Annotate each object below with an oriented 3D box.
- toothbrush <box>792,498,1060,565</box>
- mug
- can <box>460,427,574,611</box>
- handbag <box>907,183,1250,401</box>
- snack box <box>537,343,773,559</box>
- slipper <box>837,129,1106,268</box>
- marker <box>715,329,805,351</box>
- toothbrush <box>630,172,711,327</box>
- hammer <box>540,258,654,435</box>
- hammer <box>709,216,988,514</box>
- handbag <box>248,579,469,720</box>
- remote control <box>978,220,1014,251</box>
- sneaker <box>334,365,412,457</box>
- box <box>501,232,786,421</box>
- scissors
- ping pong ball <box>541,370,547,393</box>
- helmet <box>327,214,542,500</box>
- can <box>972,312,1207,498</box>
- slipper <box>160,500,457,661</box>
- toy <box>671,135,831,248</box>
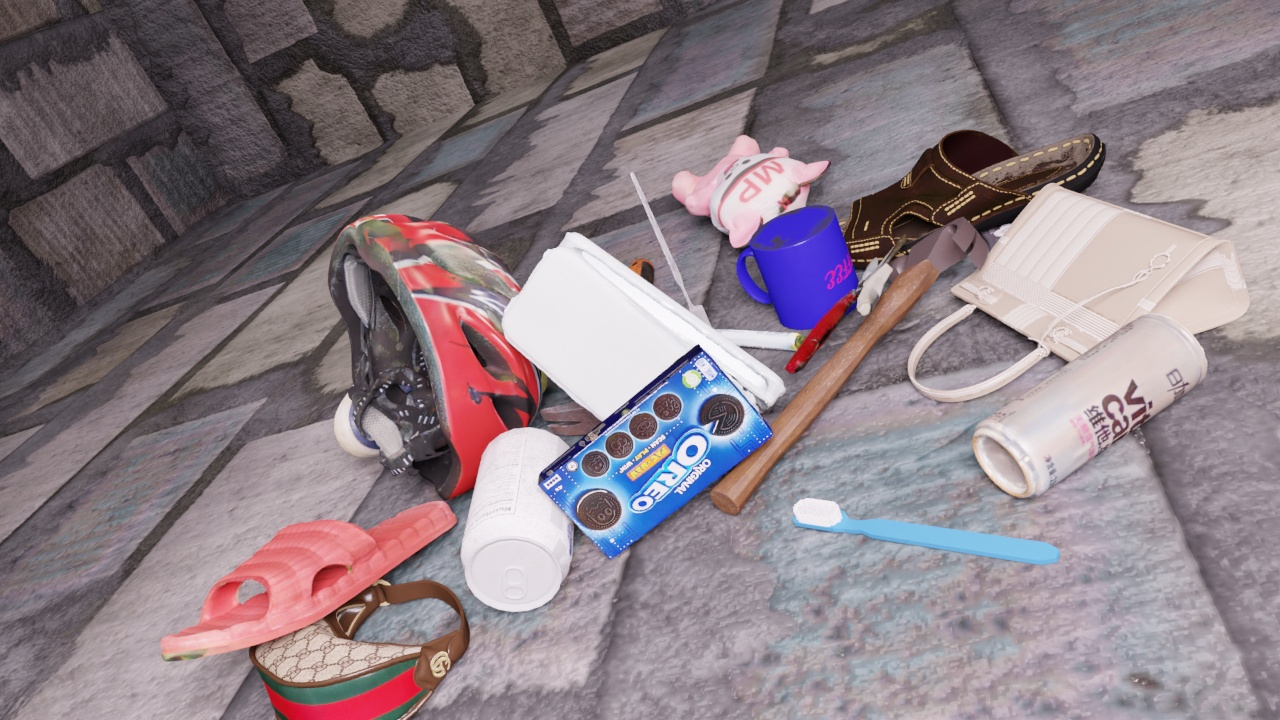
[{"bbox_3d":[0.165,0.102,0.555,0.167,0.014,0.016,1,37,42],"label":"toothbrush"},{"bbox_3d":[0.138,-0.084,0.841,0.111,0.083,0.079,-2,35,40],"label":"mug"},{"bbox_3d":[-0.088,0.115,0.687,0.078,0.078,0.136,-21,26,10],"label":"can"},{"bbox_3d":[0.285,-0.034,0.670,0.198,0.062,0.175,-35,26,2],"label":"handbag"},{"bbox_3d":[0.010,0.066,0.645,0.150,0.082,0.027,-40,16,10],"label":"snack box"},{"bbox_3d":[0.277,-0.156,0.840,0.269,0.076,0.112,-17,27,35],"label":"slipper"},{"bbox_3d":[0.089,-0.020,0.844,0.147,0.017,0.017,5,40,47],"label":"marker"},{"bbox_3d":[0.031,-0.096,0.850,0.010,0.181,0.010,-5,38,30],"label":"toothbrush"},{"bbox_3d":[-0.018,-0.026,0.934,0.138,0.035,0.313,-20,26,14],"label":"hammer"},{"bbox_3d":[0.162,-0.004,0.708,0.322,0.033,0.115,-45,5,-25],"label":"hammer"},{"bbox_3d":[-0.198,0.205,0.660,0.138,0.063,0.167,-25,16,-38],"label":"handbag"},{"bbox_3d":[0.325,-0.116,0.815,0.046,0.009,0.124,-19,27,15],"label":"remote control"},{"bbox_3d":[-0.191,0.022,0.948,0.119,0.091,0.232,-4,26,33],"label":"sneaker"},{"bbox_3d":[-0.009,0.008,0.705,0.124,0.215,0.107,-53,-7,-9],"label":"box"},{"bbox_3d":[0.176,-0.052,0.748,0.187,0.015,0.179,-45,1,-4],"label":"scissors"},{"bbox_3d":[-0.114,0.020,0.926,0.040,0.040,0.040,-21,27,11],"label":"ping pong ball"},{"bbox_3d":[-0.176,-0.011,0.794,0.166,0.273,0.217,-30,54,-26],"label":"helmet"},{"bbox_3d":[0.268,0.028,0.553,0.135,0.054,0.054,-31,26,-10],"label":"can"},{"bbox_3d":[-0.244,0.150,0.701,0.104,0.059,0.248,-14,7,38],"label":"slipper"},{"bbox_3d":[0.125,-0.195,1.058,0.142,0.084,0.213,-32,25,-7],"label":"toy"}]
